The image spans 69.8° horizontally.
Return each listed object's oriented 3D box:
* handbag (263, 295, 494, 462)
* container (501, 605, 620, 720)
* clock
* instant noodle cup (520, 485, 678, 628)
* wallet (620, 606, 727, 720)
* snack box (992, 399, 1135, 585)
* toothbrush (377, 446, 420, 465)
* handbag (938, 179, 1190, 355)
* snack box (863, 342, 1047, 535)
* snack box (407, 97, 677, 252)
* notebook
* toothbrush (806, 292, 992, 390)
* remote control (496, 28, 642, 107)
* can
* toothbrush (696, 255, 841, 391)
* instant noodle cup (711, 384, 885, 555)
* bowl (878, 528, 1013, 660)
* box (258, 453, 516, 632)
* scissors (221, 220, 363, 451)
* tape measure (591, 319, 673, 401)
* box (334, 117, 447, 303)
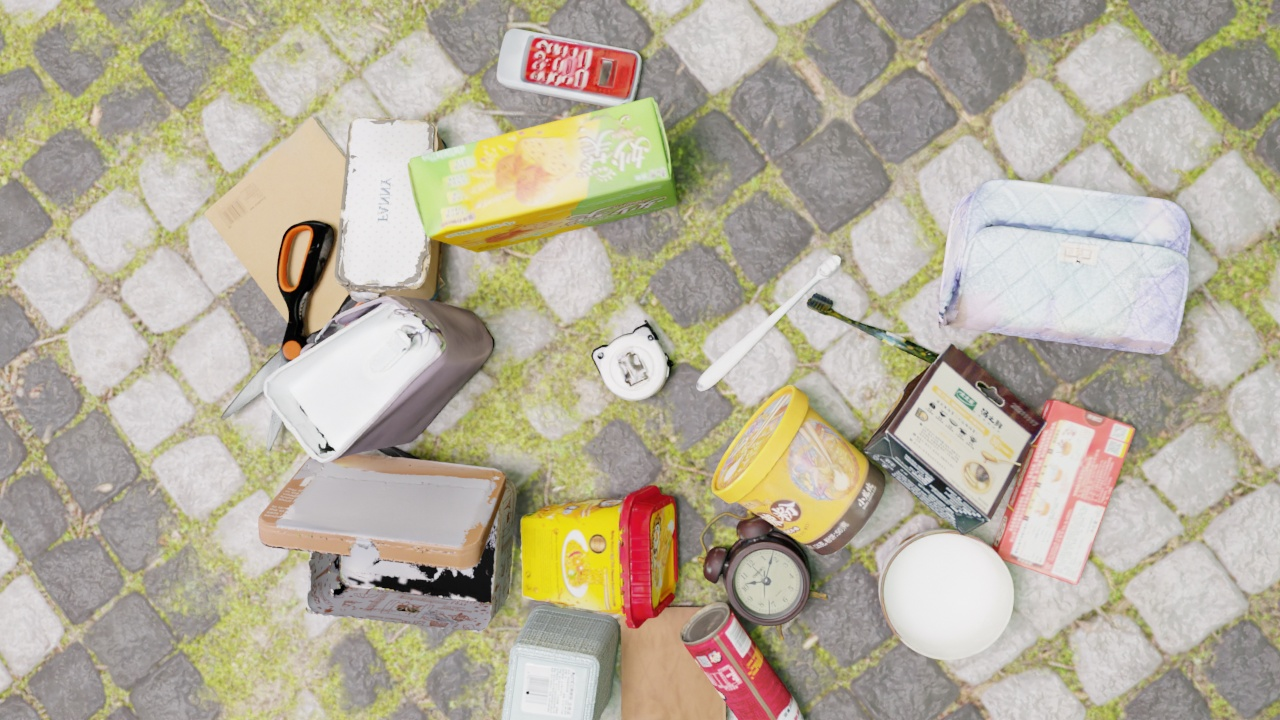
[{"bbox_3d":[-0.214,0.007,0.800,0.145,0.197,0.098,-37,88,4],"label":"handbag"},{"bbox_3d":[-0.072,0.285,0.831,0.090,0.111,0.090,8,91,5],"label":"container"},{"bbox_3d":[0.107,0.191,0.841,0.082,0.055,0.122,-44,85,4],"label":"clock"},{"bbox_3d":[-0.038,0.174,0.833,0.124,0.116,0.116,-1,90,17],"label":"instant noodle cup"},{"bbox_3d":[0.032,0.289,0.868,0.101,0.020,0.115,0,88,5],"label":"wallet"},{"bbox_3d":[0.381,0.118,0.829,0.075,0.025,0.153,19,92,6],"label":"snack box"},{"bbox_3d":[-0.256,0.083,0.896,0.181,0.018,0.015,27,90,3],"label":"toothbrush"},{"bbox_3d":[0.368,-0.083,0.804,0.194,0.075,0.134,7,91,6],"label":"handbag"},{"bbox_3d":[0.277,0.068,0.807,0.113,0.053,0.125,41,55,5],"label":"snack box"},{"bbox_3d":[-0.076,-0.155,0.804,0.210,0.157,0.070,-12,91,5],"label":"snack box"},{"bbox_3d":[-0.313,-0.111,0.901,0.149,0.012,0.211,-39,87,5],"label":"notebook"},{"bbox_3d":[0.240,-0.018,0.846,0.186,0.017,0.012,25,56,5],"label":"toothbrush"},{"bbox_3d":[-0.068,-0.277,0.872,0.136,0.020,0.056,13,92,5],"label":"remote control"},{"bbox_3d":[0.093,0.287,0.831,0.053,0.053,0.133,-33,101,5],"label":"can"},{"bbox_3d":[0.119,-0.034,0.858,0.180,0.016,0.016,-43,84,4],"label":"toothbrush"},{"bbox_3d":[0.142,0.102,0.812,0.114,0.118,0.118,37,93,-5],"label":"instant noodle cup"},{"bbox_3d":[0.268,0.202,0.823,0.113,0.062,0.113,0,92,5],"label":"bowl"},{"bbox_3d":[-0.210,0.165,0.797,0.183,0.193,0.157,5,97,4],"label":"box"},{"bbox_3d":[-0.327,-0.033,0.887,0.222,0.021,0.210,-23,86,6],"label":"scissors"},{"bbox_3d":[-0.005,0.005,0.862,0.066,0.033,0.066,-29,87,7],"label":"tape measure"},{"bbox_3d":[-0.229,-0.145,0.851,0.090,0.060,0.184,3,75,0],"label":"box"}]
